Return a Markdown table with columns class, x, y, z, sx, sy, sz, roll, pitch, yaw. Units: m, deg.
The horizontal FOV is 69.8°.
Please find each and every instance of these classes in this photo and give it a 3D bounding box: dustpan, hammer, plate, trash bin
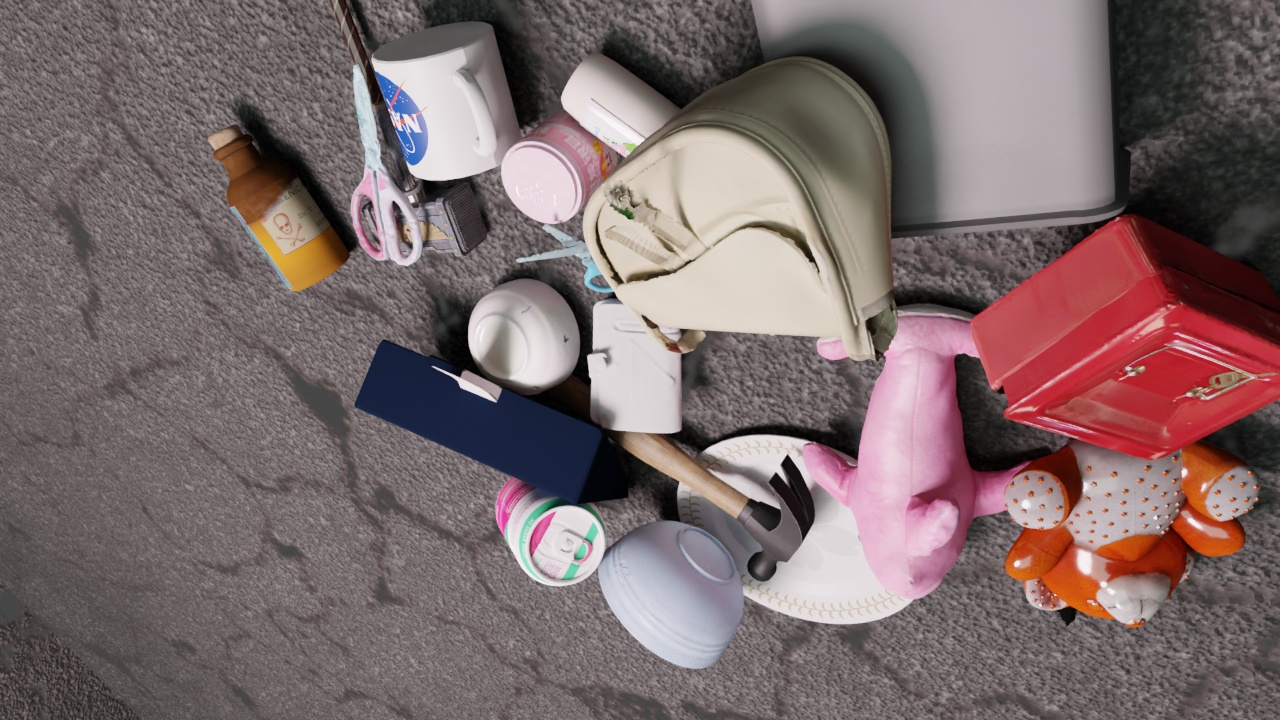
| class | x | y | z | sx | sy | sz | roll | pitch | yaw |
| --- | --- | --- | --- | --- | --- | --- | --- | --- | --- |
| dustpan | -0.137 | 0.049 | 0.845 | 0.236 | 0.273 | 0.080 | 21 | 90 | 16 |
| hammer | -0.224 | -0.235 | 0.748 | 0.099 | 0.044 | 0.322 | 1 | 123 | 29 |
| hammer | 0.018 | 0.081 | 0.849 | 0.305 | 0.040 | 0.133 | 34 | 137 | 10 |
| plate | 0.150 | 0.161 | 0.870 | 0.243 | 0.016 | 0.243 | 15 | 131 | 18 |
| trash bin | 0.167 | -0.190 | 0.523 | 0.192 | 0.097 | 0.220 | -1 | 124 | 30 |

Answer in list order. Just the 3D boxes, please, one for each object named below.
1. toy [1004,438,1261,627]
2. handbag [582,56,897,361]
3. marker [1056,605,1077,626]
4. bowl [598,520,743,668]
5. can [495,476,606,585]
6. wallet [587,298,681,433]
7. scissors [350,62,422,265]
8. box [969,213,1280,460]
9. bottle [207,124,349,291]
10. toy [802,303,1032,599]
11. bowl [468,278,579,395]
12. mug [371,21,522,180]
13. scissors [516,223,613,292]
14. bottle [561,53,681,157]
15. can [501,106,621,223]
| class | x | y | z | sx | sy | sz | roll | pitch | yaw |
| --- | --- | --- | --- | --- | --- | --- | --- | --- | --- |
| toy | 0.352 | 0.131 | 0.678 | 0.164 | 0.092 | 0.173 | -10 | 127 | 9 |
| handbag | 0.042 | -0.063 | 0.567 | 0.229 | 0.131 | 0.184 | 8 | 134 | 55 |
| marker | 0.349 | 0.171 | 0.764 | 0.019 | 0.019 | 0.146 | -3 | 124 | 31 |
| bowl | 0.042 | 0.206 | 0.868 | 0.150 | 0.150 | 0.075 | 37 | 112 | -2 |
| can | -0.090 | 0.162 | 0.908 | 0.088 | 0.088 | 0.166 | 49 | 170 | -13 |
| wallet | -0.005 | 0.005 | 0.792 | 0.086 | 0.032 | 0.116 | 1 | 99 | 21 |
| scissors | -0.218 | -0.161 | 0.764 | 0.077 | 0.017 | 0.174 | 15 | 123 | 25 |
| box | 0.306 | -0.005 | 0.554 | 0.158 | 0.086 | 0.130 | 13 | 143 | -29 |
| bottle | -0.346 | -0.147 | 0.865 | 0.068 | 0.067 | 0.157 | -12 | 119 | 35 |
| toy | 0.212 | 0.090 | 0.699 | 0.187 | 0.127 | 0.266 | 1 | 115 | 16 |
| bowl | -0.111 | -0.018 | 0.826 | 0.105 | 0.054 | 0.105 | 9 | 110 | 26 |
| mug | -0.136 | -0.191 | 0.683 | 0.121 | 0.091 | 0.090 | 39 | 149 | 50 |
| scissors | -0.024 | -0.090 | 0.723 | 0.126 | 0.136 | 0.015 | -28 | 70 | 19 |
| bottle | 0.013 | -0.162 | 0.663 | 0.146 | 0.051 | 0.051 | 36 | 135 | -1 |
| can | -0.059 | -0.149 | 0.696 | 0.067 | 0.076 | 0.067 | 15 | 132 | 18 |
